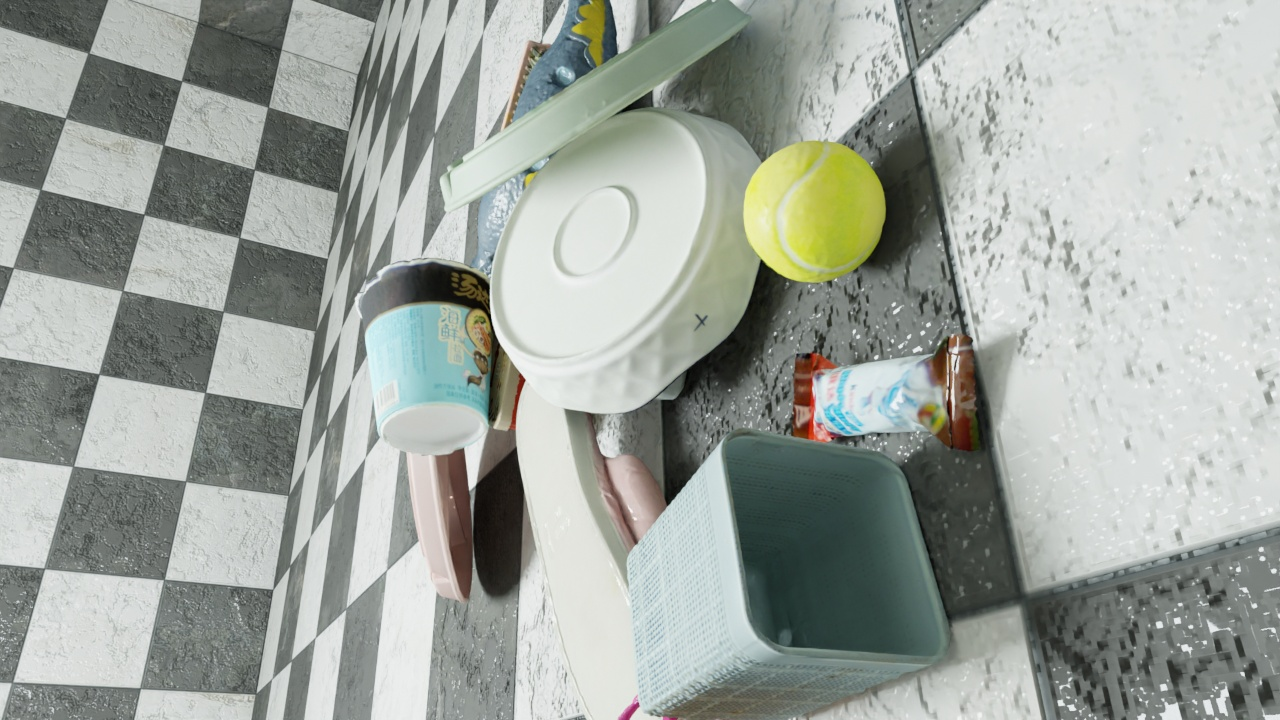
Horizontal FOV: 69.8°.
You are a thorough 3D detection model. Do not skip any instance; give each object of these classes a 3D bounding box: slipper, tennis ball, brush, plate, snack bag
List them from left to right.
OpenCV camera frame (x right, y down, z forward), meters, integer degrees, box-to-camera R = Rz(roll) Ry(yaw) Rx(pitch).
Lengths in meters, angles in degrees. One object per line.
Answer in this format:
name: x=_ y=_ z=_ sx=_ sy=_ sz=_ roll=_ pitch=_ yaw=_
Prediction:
plate: x=-0.179 y=0.102 z=0.823 sx=0.229 sy=0.028 sz=0.229 roll=172 pitch=92 yaw=-85
brush: x=-0.104 y=-0.234 z=0.900 sx=0.073 sy=0.063 sz=0.146 roll=56 pitch=130 yaw=53
plate: x=-0.035 y=-0.167 z=0.592 sx=0.230 sy=0.027 sz=0.230 roll=-31 pitch=16 yaw=10
slipper: x=-0.019 y=0.113 z=0.562 sx=0.114 sy=0.054 sz=0.274 roll=-62 pitch=38 yaw=38
plate: x=-0.017 y=-0.069 z=0.563 sx=0.205 sy=0.045 sz=0.204 roll=-21 pitch=56 yaw=33
tennis ball: x=0.081 y=-0.069 z=0.429 sx=0.066 sy=0.065 sz=0.065 roll=-40 pitch=44 yaw=53
snack bag: x=0.101 y=0.016 z=0.393 sx=0.104 sy=0.026 sz=0.048 roll=175 pitch=94 yaw=-64

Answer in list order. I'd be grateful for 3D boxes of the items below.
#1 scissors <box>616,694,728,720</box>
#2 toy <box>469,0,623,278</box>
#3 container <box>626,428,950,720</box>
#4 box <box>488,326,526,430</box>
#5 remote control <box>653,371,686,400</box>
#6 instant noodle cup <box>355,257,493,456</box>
scissors: x=0.041 y=0.143 z=0.452 sx=0.094 sy=0.017 sz=0.137 roll=16 pitch=70 yaw=27
toy: x=-0.082 y=-0.168 z=0.772 sx=0.138 sy=0.091 sz=0.356 roll=36 pitch=105 yaw=51
container: x=0.051 y=0.099 z=0.387 sx=0.112 sy=0.090 sz=0.090 roll=127 pitch=146 yaw=-46
box: x=-0.086 y=0.012 z=0.747 sx=0.168 sy=0.076 sz=0.091 roll=-174 pitch=95 yaw=-71
remote control: x=-0.004 y=0.004 z=0.620 sx=0.125 sy=0.024 sz=0.049 roll=-6 pitch=73 yaw=63
instant noodle cup: x=-0.157 y=0.003 z=0.695 sx=0.111 sy=0.111 sz=0.120 roll=-49 pitch=43 yaw=46
